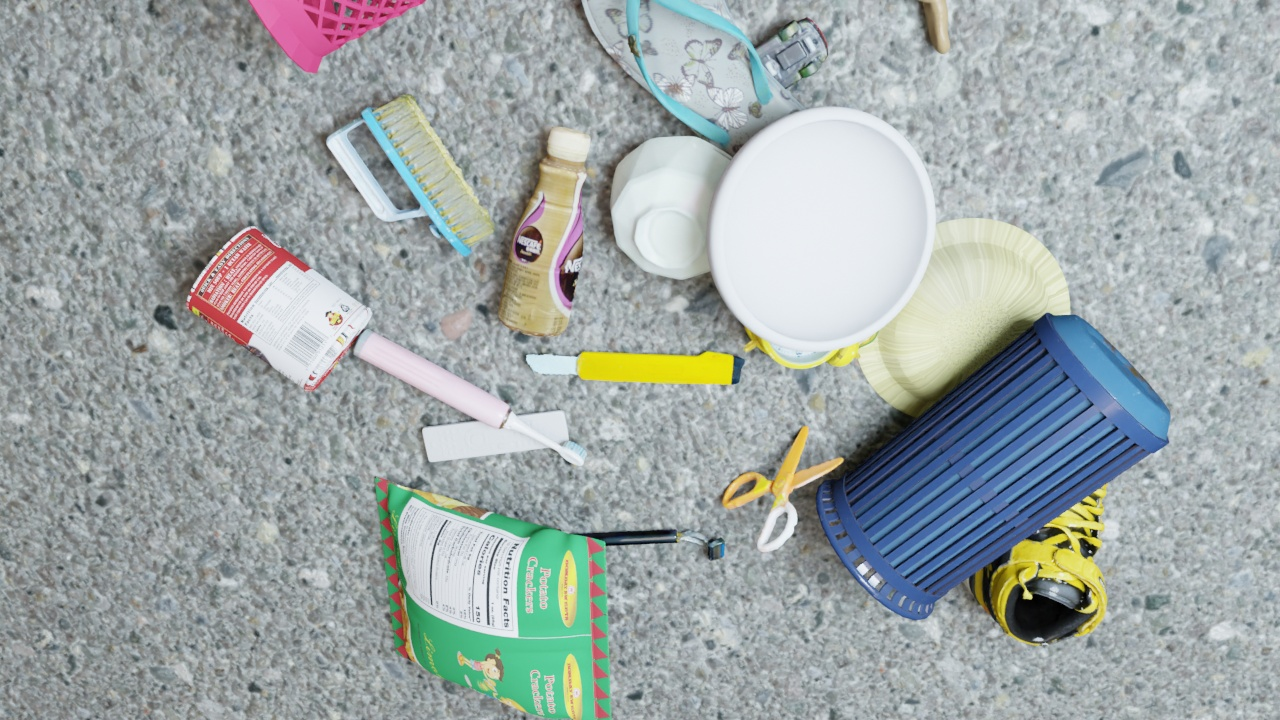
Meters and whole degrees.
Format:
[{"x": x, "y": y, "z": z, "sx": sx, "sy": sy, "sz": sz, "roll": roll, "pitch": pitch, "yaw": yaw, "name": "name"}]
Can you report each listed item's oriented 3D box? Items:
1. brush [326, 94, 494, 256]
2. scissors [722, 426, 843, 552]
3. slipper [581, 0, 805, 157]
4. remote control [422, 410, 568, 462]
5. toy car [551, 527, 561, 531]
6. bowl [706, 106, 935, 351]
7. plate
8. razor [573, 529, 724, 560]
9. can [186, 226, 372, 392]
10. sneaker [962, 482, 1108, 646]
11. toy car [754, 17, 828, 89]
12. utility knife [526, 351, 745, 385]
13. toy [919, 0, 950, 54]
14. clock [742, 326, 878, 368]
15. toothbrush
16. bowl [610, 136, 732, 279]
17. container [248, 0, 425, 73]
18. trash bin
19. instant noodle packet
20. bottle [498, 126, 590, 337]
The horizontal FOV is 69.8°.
[{"x": -0.181, "y": -0.140, "z": 0.738, "sx": 0.075, "sy": 0.055, "sz": 0.136, "roll": -31, "pitch": 106, "yaw": 6, "name": "brush"}, {"x": 0.123, "y": 0.115, "z": 0.801, "sx": 0.126, "sy": 0.127, "sz": 0.011, "roll": -30, "pitch": 126, "yaw": 29, "name": "scissors"}, {"x": 0.042, "y": -0.215, "z": 0.687, "sx": 0.098, "sy": 0.054, "sz": 0.269, "roll": -32, "pitch": 110, "yaw": 32, "name": "slipper"}, {"x": -0.131, "y": 0.068, "z": 0.831, "sx": 0.131, "sy": 0.012, "sz": 0.033, "roll": -7, "pitch": 106, "yaw": 4, "name": "remote control"}, {"x": -0.083, "y": 0.209, "z": 0.864, "sx": 0.046, "sy": 0.034, "sz": 0.112, "roll": 2, "pitch": 105, "yaw": 35, "name": "toy car"}, {"x": 0.127, "y": -0.098, "z": 0.688, "sx": 0.176, "sy": 0.066, "sz": 0.177, "roll": -4, "pitch": 106, "yaw": -14, "name": "bowl"}, {"x": 0.278, "y": -0.026, "z": 0.779, "sx": 0.184, "sy": 0.036, "sz": 0.184, "roll": 0, "pitch": 109, "yaw": 1, "name": "plate"}, {"x": 0.007, "y": 0.168, "z": 0.860, "sx": 0.144, "sy": 0.022, "sz": 0.043, "roll": 2, "pitch": 148, "yaw": 4, "name": "razor"}, {"x": -0.296, "y": -0.041, "z": 0.758, "sx": 0.116, "sy": 0.086, "sz": 0.087, "roll": 37, "pitch": 105, "yaw": -10, "name": "can"}, {"x": 0.359, "y": 0.135, "z": 0.788, "sx": 0.086, "sy": 0.122, "sz": 0.239, "roll": 15, "pitch": 110, "yaw": -6, "name": "sneaker"}, {"x": 0.100, "y": -0.228, "z": 0.713, "sx": 0.091, "sy": 0.036, "sz": 0.042, "roll": -30, "pitch": 108, "yaw": 22, "name": "toy car"}, {"x": -0.005, "y": 0.005, "z": 0.804, "sx": 0.191, "sy": 0.018, "sz": 0.030, "roll": 1, "pitch": 104, "yaw": -3, "name": "utility knife"}, {"x": 0.188, "y": -0.295, "z": 0.663, "sx": 0.108, "sy": 0.105, "sz": 0.134, "roll": -1, "pitch": 105, "yaw": -10, "name": "toy"}, {"x": 0.143, "y": -0.036, "z": 0.768, "sx": 0.118, "sy": 0.057, "sz": 0.083, "roll": 1, "pitch": 109, "yaw": -8, "name": "clock"}, {"x": -0.147, "y": 0.036, "z": 0.805, "sx": 0.222, "sy": 0.026, "sz": 0.027, "roll": 28, "pitch": 139, "yaw": -4, "name": "toothbrush"}, {"x": 0.028, "y": -0.111, "z": 0.722, "sx": 0.117, "sy": 0.061, "sz": 0.118, "roll": 7, "pitch": 130, "yaw": 8, "name": "bowl"}, {"x": -0.162, "y": -0.326, "z": 0.624, "sx": 0.226, "sy": 0.183, "sz": 0.183, "roll": -22, "pitch": 107, "yaw": 0, "name": "container"}, {"x": 0.279, "y": 0.082, "z": 0.736, "sx": 0.139, "sy": 0.139, "sz": 0.250, "roll": 39, "pitch": 117, "yaw": -11, "name": "trash bin"}, {"x": -0.136, "y": 0.219, "z": 0.823, "sx": 0.253, "sy": 0.090, "sz": 0.196, "roll": 10, "pitch": 111, "yaw": 29, "name": "instant noodle packet"}, {"x": -0.073, "y": -0.105, "z": 0.747, "sx": 0.059, "sy": 0.059, "sz": 0.166, "roll": 13, "pitch": 108, "yaw": -3, "name": "bottle"}]
